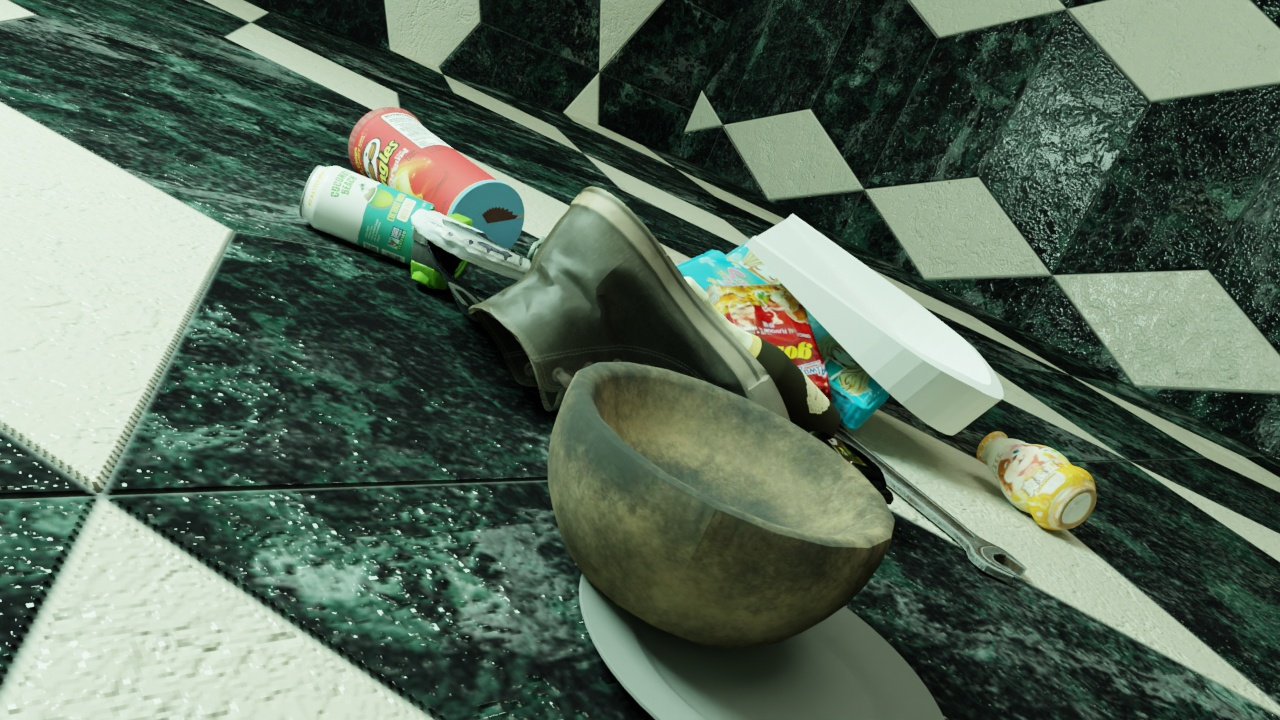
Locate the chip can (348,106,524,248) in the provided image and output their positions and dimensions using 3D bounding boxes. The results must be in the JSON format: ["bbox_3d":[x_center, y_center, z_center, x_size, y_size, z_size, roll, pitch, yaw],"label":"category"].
[{"bbox_3d":[-0.206,-0.177,0.911,0.087,0.087,0.213,6,25,-47],"label":"chip can"}]

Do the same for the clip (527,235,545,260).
[{"bbox_3d":[-0.101,-0.115,0.975,0.037,0.023,0.075,20,14,-7],"label":"clip"}]

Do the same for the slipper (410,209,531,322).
[{"bbox_3d":[-0.103,-0.056,0.718,0.111,0.063,0.263,29,5,7],"label":"slipper"}]

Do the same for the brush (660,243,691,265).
[{"bbox_3d":[0.078,-0.061,0.986,0.271,0.057,0.083,31,22,21],"label":"brush"}]

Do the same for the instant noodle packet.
[{"bbox_3d":[0.108,-0.013,0.792,0.098,0.040,0.135,3,52,-16],"label":"instant noodle packet"}]

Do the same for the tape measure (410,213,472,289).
[{"bbox_3d":[-0.161,-0.088,0.735,0.036,0.059,0.065,22,19,12],"label":"tape measure"}]

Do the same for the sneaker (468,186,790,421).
[{"bbox_3d":[0.001,0.012,0.609,0.235,0.119,0.095,50,-13,-17],"label":"sneaker"}]

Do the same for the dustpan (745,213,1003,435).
[{"bbox_3d":[0.227,-0.047,0.857,0.257,0.053,0.191,47,25,3],"label":"dustpan"}]

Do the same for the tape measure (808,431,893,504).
[{"bbox_3d":[0.137,0.081,0.645,0.071,0.042,0.072,13,20,-35],"label":"tape measure"}]

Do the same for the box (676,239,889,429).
[{"bbox_3d":[0.156,-0.039,0.902,0.227,0.039,0.181,37,37,18],"label":"box"}]

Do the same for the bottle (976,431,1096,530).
[{"bbox_3d":[0.358,0.106,0.839,0.063,0.063,0.109,14,18,-30],"label":"bottle"}]

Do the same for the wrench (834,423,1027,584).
[{"bbox_3d":[0.205,0.095,0.755,0.070,0.010,0.273,12,20,-36],"label":"wrench"}]

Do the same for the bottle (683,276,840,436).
[{"bbox_3d":[0.084,0.001,0.691,0.184,0.045,0.045,43,5,-31],"label":"bottle"}]

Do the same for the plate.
[{"bbox_3d":[0.054,0.135,0.411,0.178,0.012,0.178,22,16,-7],"label":"plate"}]

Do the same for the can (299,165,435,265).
[{"bbox_3d":[-0.223,-0.120,0.758,0.101,0.055,0.055,21,16,-9],"label":"can"}]

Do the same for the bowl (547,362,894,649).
[{"bbox_3d":[0.030,0.069,0.431,0.162,0.070,0.162,22,16,-7],"label":"bowl"}]
